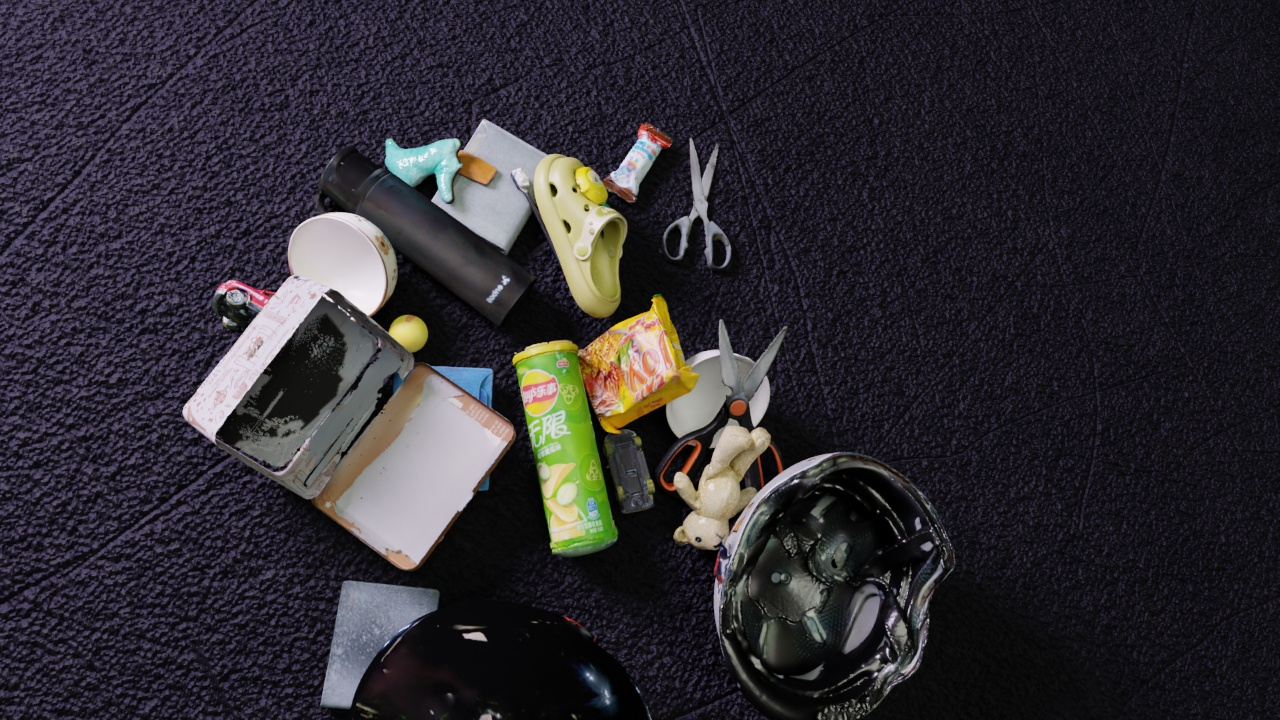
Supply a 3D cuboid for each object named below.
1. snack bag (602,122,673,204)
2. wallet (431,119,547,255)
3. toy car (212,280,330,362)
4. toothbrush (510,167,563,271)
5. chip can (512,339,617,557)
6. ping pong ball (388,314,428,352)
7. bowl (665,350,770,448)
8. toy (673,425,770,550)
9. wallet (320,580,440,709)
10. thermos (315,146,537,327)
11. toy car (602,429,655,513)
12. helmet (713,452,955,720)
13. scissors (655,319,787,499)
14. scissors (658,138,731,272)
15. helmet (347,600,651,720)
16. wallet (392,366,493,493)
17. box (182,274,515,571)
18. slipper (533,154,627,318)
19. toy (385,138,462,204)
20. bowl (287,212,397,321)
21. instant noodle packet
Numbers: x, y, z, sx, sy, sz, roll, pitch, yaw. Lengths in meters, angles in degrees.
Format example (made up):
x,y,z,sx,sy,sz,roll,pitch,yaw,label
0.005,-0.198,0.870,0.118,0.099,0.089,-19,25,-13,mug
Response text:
x,y,z,sx,sy,sz,roll,pitch,yaw,label
-0.003,-0.235,1.092,0.045,0.026,0.105,33,72,-8,snack bag
-0.165,-0.198,1.034,0.106,0.037,0.129,30,70,-7,wallet
-0.371,-0.041,0.930,0.120,0.053,0.045,29,49,-13,toy car
-0.097,-0.134,1.029,0.015,0.018,0.181,-33,100,-30,toothbrush
-0.079,0.093,0.963,0.072,0.073,0.221,-10,79,-17,chip can
-0.244,-0.028,0.966,0.040,0.040,0.040,4,75,-14,ping pong ball
0.077,0.031,1.017,0.118,0.064,0.118,-7,119,-13,bowl
0.089,0.135,0.970,0.105,0.066,0.157,8,117,-29,toy
-0.253,0.281,0.899,0.097,0.019,0.120,11,72,-15,wallet
-0.234,-0.125,0.988,0.242,0.068,0.090,36,102,-2,thermos
-0.015,0.120,0.994,0.042,0.035,0.090,-10,73,-19,toy car
0.177,0.227,0.955,0.230,0.157,0.273,29,81,-9,helmet
0.103,0.068,0.993,0.221,0.021,0.225,-42,116,8,scissors
0.074,-0.183,1.109,0.162,0.014,0.166,-39,87,-23,scissors
-0.126,0.331,0.804,0.275,0.230,0.233,14,73,13,helmet
-0.206,0.071,0.954,0.106,0.040,0.133,3,76,-10,wallet
-0.276,0.061,0.890,0.272,0.130,0.179,39,75,-18,box
-0.051,-0.144,1.016,0.091,0.082,0.190,-12,84,-63,slipper
-0.235,-0.211,1.007,0.092,0.030,0.096,-15,77,11,toy
-0.298,-0.103,0.948,0.113,0.114,0.062,37,30,-3,bowl
-0.006,0.006,0.974,0.044,0.129,0.110,12,52,-53,instant noodle packet
